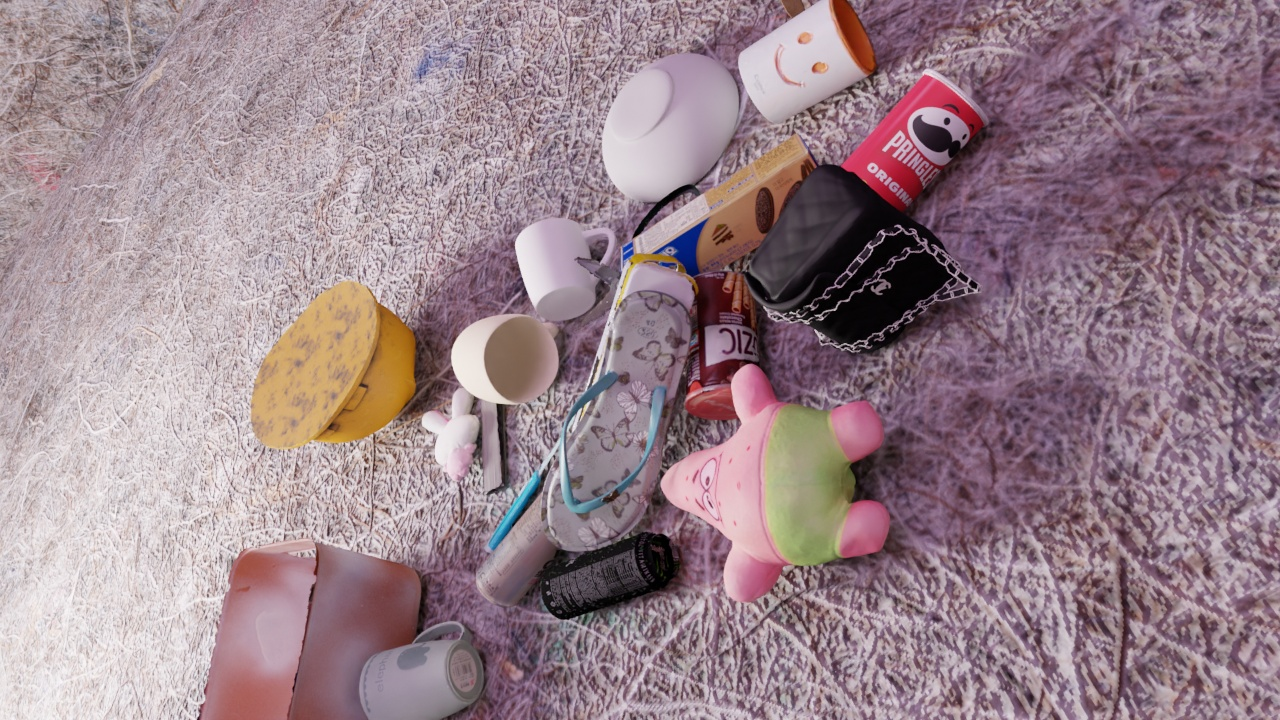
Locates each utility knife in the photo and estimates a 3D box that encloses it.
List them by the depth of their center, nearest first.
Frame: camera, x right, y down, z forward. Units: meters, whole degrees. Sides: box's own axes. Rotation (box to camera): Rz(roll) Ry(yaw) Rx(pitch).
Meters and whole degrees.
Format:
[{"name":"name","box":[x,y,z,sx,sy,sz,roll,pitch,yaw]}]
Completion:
[{"name":"utility knife","box":[-0.117,0.133,0.984,0.176,0.015,0.022,-58,20,3]}]

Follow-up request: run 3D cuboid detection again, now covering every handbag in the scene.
[{"name":"handbag","box":[0.173,-0.059,0.720,0.125,0.153,0.114,-48,50,21]}]

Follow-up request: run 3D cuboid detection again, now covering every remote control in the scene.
[{"name":"remote control","box":[-0.168,0.086,1.051,0.033,0.013,0.136,-27,56,31]}]

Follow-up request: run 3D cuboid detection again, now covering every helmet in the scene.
[{"name":"helmet","box":[-0.367,0.024,1.173,0.256,0.131,0.205,-28,54,31]}]

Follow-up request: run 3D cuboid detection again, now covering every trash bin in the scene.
[{"name":"trash bin","box":[-0.358,0.343,1.002,0.182,0.157,0.259,-16,60,36]}]

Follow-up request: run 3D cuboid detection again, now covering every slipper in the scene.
[{"name":"slipper","box":[-0.020,0.068,0.823,0.098,0.054,0.269,24,108,6]}]

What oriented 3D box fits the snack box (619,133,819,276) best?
[{"name":"snack box","box":[0.079,-0.128,0.869,0.207,0.057,0.056,-31,27,17]}]

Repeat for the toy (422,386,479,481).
[{"name":"toy","box":[-0.217,0.089,1.076,0.079,0.038,0.122,-39,44,18]}]

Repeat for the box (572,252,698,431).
[{"name":"box","box":[-0.010,0.001,0.863,0.070,0.067,0.211,-111,37,-59]}]

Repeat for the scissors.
[{"name":"scissors","box":[0.024,-0.088,0.940,0.202,0.015,0.203,34,82,28]}]

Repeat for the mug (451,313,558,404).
[{"name":"mug","box":[-0.150,-0.008,1.028,0.120,0.096,0.100,-39,24,-31]}]

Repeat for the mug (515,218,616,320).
[{"name":"mug","box":[-0.076,-0.105,1.018,0.114,0.081,0.087,-21,62,10]}]

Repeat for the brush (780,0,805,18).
[{"name":"brush","box":[0.133,-0.376,0.902,0.045,0.143,0.008,-28,55,19]}]

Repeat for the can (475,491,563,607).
[{"name":"can","box":[-0.107,0.184,0.922,0.136,0.054,0.054,-50,46,11]}]

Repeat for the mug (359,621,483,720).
[{"name":"mug","box":[-0.217,0.319,0.949,0.104,0.084,0.111,-22,28,21]}]

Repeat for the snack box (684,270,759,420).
[{"name":"snack box","box":[0.074,-0.014,0.839,0.072,0.072,0.121,-20,58,34]}]

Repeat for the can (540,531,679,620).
[{"name":"can","box":[-0.031,0.199,0.846,0.138,0.054,0.053,-26,55,31]}]

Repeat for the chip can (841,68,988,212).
[{"name":"chip can","box":[0.193,-0.141,0.793,0.221,0.069,0.069,-48,47,15]}]

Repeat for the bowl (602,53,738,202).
[{"name":"bowl","box":[0.018,-0.266,1.008,0.177,0.066,0.176,-19,59,35]}]

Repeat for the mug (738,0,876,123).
[{"name":"mug","box":[0.160,-0.288,0.882,0.106,0.082,0.082,-23,57,34]}]

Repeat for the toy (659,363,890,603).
[{"name":"toy","box":[0.094,0.100,0.753,0.237,0.096,0.192,-10,76,51]}]
